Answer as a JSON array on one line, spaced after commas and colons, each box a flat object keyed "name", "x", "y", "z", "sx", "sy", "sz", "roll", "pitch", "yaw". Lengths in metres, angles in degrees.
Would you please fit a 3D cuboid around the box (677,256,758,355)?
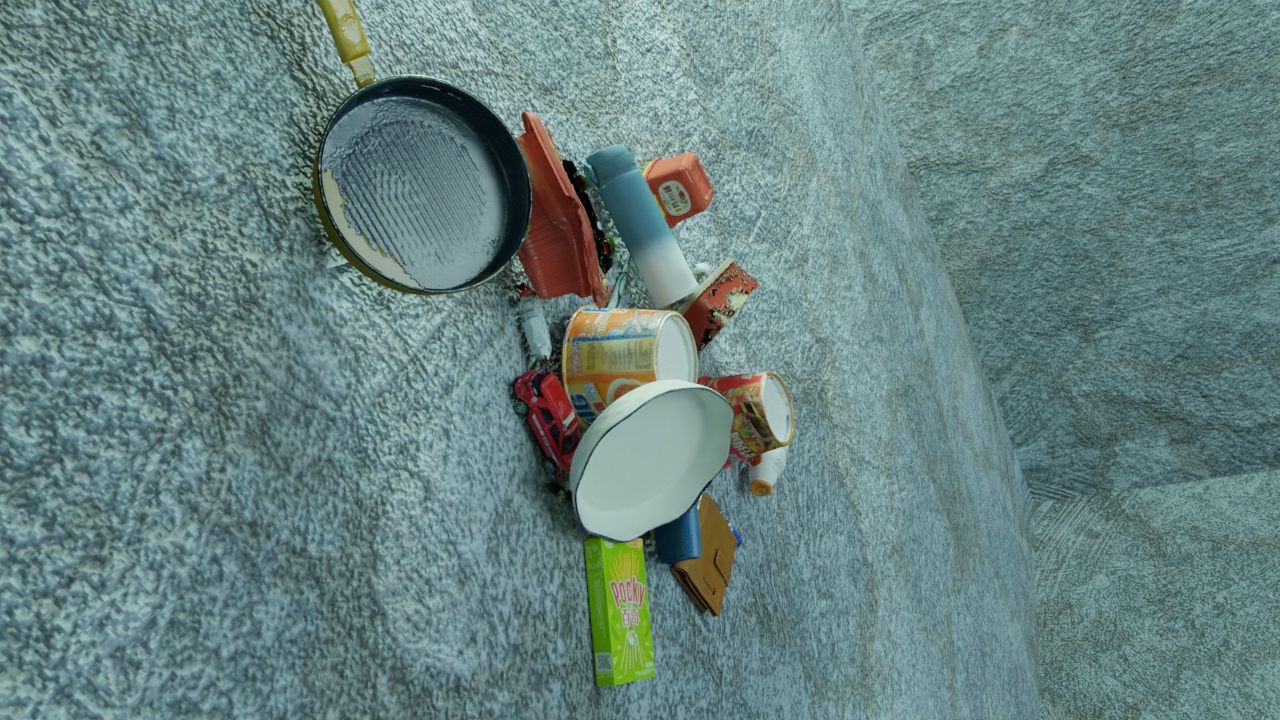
[{"name": "box", "x": 0.110, "y": -0.073, "z": 1.311, "sx": 0.078, "sy": 0.092, "sz": 0.167, "roll": 41, "pitch": 34, "yaw": 2}]

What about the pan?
[{"name": "pan", "x": -0.223, "y": -0.224, "z": 0.795, "sx": 0.197, "sy": 0.078, "sz": 0.357, "roll": -38, "pitch": 104, "yaw": -31}]

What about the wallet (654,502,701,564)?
[{"name": "wallet", "x": 0.043, "y": 0.178, "z": 1.113, "sx": 0.040, "sy": 0.107, "sz": 0.133, "roll": 0, "pitch": 75, "yaw": -17}]

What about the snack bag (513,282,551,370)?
[{"name": "snack bag", "x": -0.114, "y": -0.037, "z": 0.999, "sx": 0.045, "sy": 0.026, "sz": 0.105, "roll": 159, "pitch": -85, "yaw": -81}]

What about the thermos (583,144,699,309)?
[{"name": "thermos", "x": 0.000, "y": -0.176, "z": 1.199, "sx": 0.220, "sy": 0.070, "sz": 0.070, "roll": 62, "pitch": 31, "yaw": -5}]

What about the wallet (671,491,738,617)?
[{"name": "wallet", "x": 0.087, "y": 0.256, "z": 1.212, "sx": 0.108, "sy": 0.031, "sz": 0.131, "roll": 57, "pitch": 36, "yaw": -26}]

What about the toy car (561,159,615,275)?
[{"name": "toy car", "x": -0.077, "y": -0.168, "z": 1.108, "sx": 0.071, "sy": 0.041, "sz": 0.156, "roll": -46, "pitch": 118, "yaw": -56}]

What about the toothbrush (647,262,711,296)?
[{"name": "toothbrush", "x": 0.056, "y": -0.117, "z": 1.336, "sx": 0.029, "sy": 0.021, "sz": 0.188, "roll": 39, "pitch": 30, "yaw": 13}]

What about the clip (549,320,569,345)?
[{"name": "clip", "x": -0.086, "y": -0.023, "z": 1.059, "sx": 0.057, "sy": 0.028, "sz": 0.024, "roll": 61, "pitch": 34, "yaw": -40}]

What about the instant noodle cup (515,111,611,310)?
[{"name": "instant noodle cup", "x": -0.098, "y": -0.144, "z": 0.954, "sx": 0.189, "sy": 0.079, "sz": 0.164, "roll": 84, "pitch": -20, "yaw": -64}]

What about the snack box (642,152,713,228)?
[{"name": "snack box", "x": 0.056, "y": -0.251, "z": 1.330, "sx": 0.091, "sy": 0.080, "sz": 0.081, "roll": 58, "pitch": 34, "yaw": -27}]

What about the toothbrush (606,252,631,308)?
[{"name": "toothbrush", "x": -0.021, "y": -0.106, "z": 1.199, "sx": 0.016, "sy": 0.018, "sz": 0.191, "roll": 53, "pitch": 35, "yaw": -32}]

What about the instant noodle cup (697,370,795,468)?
[{"name": "instant noodle cup", "x": 0.151, "y": 0.077, "z": 1.318, "sx": 0.138, "sy": 0.109, "sz": 0.137, "roll": 33, "pitch": 50, "yaw": -50}]

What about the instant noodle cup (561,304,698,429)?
[{"name": "instant noodle cup", "x": -0.006, "y": 0.006, "z": 1.056, "sx": 0.151, "sy": 0.112, "sz": 0.151, "roll": 12, "pitch": 76, "yaw": -63}]

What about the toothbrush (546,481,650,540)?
[{"name": "toothbrush", "x": -0.046, "y": 0.172, "z": 1.040, "sx": 0.185, "sy": 0.017, "sz": 0.012, "roll": 36, "pitch": 63, "yaw": -45}]

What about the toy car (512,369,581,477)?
[{"name": "toy car", "x": -0.093, "y": 0.067, "z": 0.977, "sx": 0.052, "sy": 0.045, "sz": 0.120, "roll": -48, "pitch": 121, "yaw": -54}]

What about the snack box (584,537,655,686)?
[{"name": "snack box", "x": -0.023, "y": 0.276, "z": 1.020, "sx": 0.085, "sy": 0.026, "sz": 0.156, "roll": 19, "pitch": 61, "yaw": -56}]

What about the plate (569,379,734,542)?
[{"name": "plate", "x": 0.009, "y": 0.105, "z": 0.991, "sx": 0.045, "sy": 0.205, "sz": 0.204, "roll": 44, "pitch": 8, "yaw": 39}]

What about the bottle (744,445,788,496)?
[{"name": "bottle", "x": 0.189, "y": 0.154, "z": 1.393, "sx": 0.063, "sy": 0.063, "sz": 0.108, "roll": 55, "pitch": 35, "yaw": -31}]

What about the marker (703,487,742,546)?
[{"name": "marker", "x": 0.104, "y": 0.207, "z": 1.273, "sx": 0.146, "sy": 0.017, "sz": 0.016, "roll": 56, "pitch": 35, "yaw": -30}]
